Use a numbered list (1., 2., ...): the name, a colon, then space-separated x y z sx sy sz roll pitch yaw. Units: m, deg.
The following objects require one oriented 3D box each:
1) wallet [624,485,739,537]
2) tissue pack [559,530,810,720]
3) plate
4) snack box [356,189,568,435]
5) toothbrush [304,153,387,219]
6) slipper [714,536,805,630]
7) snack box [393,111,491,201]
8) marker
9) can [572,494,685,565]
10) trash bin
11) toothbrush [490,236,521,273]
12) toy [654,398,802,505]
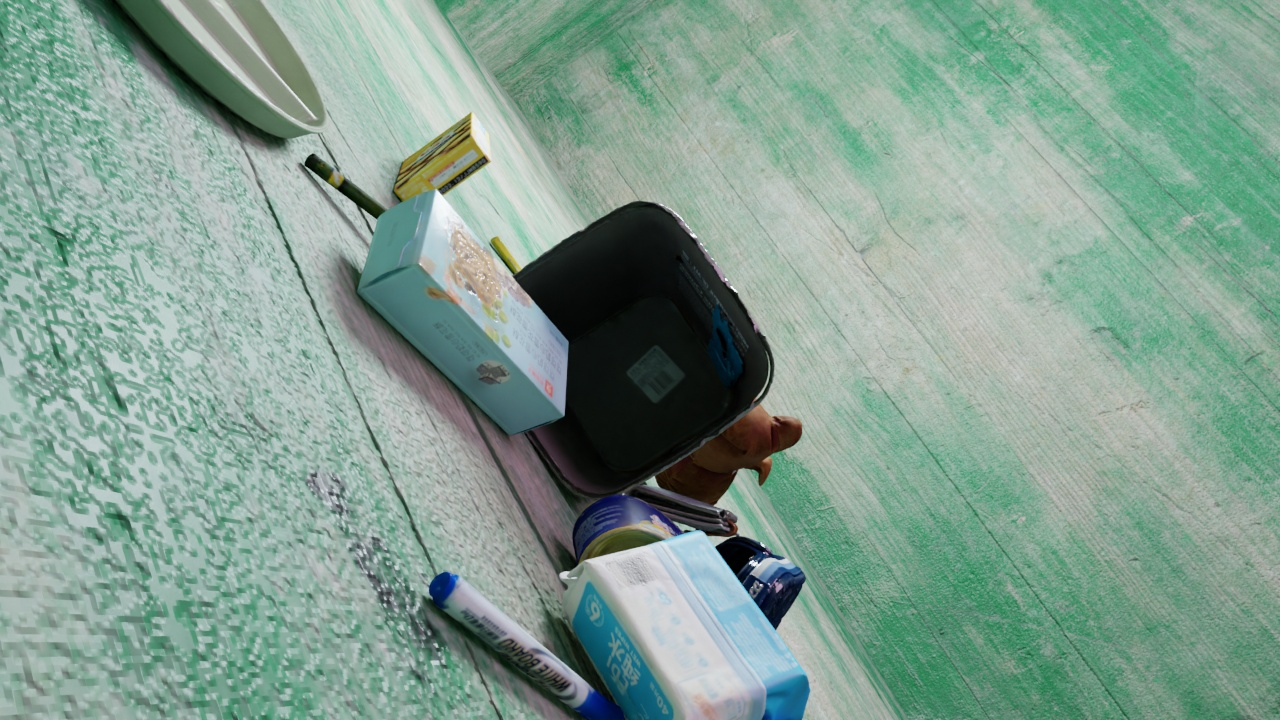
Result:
1. wallet: 0.048 0.158 0.935 0.107 0.037 0.129 17 -7 17
2. tissue pack: 0.022 0.161 0.518 0.089 0.063 0.140 -7 42 -35
3. plate: -0.287 -0.236 0.583 0.230 0.027 0.230 55 6 -9
4. snack box: -0.114 -0.028 0.630 0.175 0.052 0.074 51 27 -41
5. toothbrush: -0.163 -0.091 0.671 0.185 0.017 0.012 38 -8 -33
6. slipper: 0.096 0.225 0.887 0.095 0.105 0.253 36 -3 16
7. snack box: -0.185 -0.189 0.869 0.034 0.087 0.140 54 6 -23
8. marker: -0.052 0.144 0.444 0.146 0.017 0.017 52 7 -35
9. can: 0.013 0.156 0.628 0.148 0.075 0.049 47 7 -23
10. trash bin: -0.005 0.005 0.818 0.199 0.198 0.220 57 0 10
11. toothbrush: -0.122 -0.078 1.131 0.190 0.016 0.015 53 6 -26
12. toy: 0.079 0.090 1.011 0.130 0.200 0.140 -24 69 -45
